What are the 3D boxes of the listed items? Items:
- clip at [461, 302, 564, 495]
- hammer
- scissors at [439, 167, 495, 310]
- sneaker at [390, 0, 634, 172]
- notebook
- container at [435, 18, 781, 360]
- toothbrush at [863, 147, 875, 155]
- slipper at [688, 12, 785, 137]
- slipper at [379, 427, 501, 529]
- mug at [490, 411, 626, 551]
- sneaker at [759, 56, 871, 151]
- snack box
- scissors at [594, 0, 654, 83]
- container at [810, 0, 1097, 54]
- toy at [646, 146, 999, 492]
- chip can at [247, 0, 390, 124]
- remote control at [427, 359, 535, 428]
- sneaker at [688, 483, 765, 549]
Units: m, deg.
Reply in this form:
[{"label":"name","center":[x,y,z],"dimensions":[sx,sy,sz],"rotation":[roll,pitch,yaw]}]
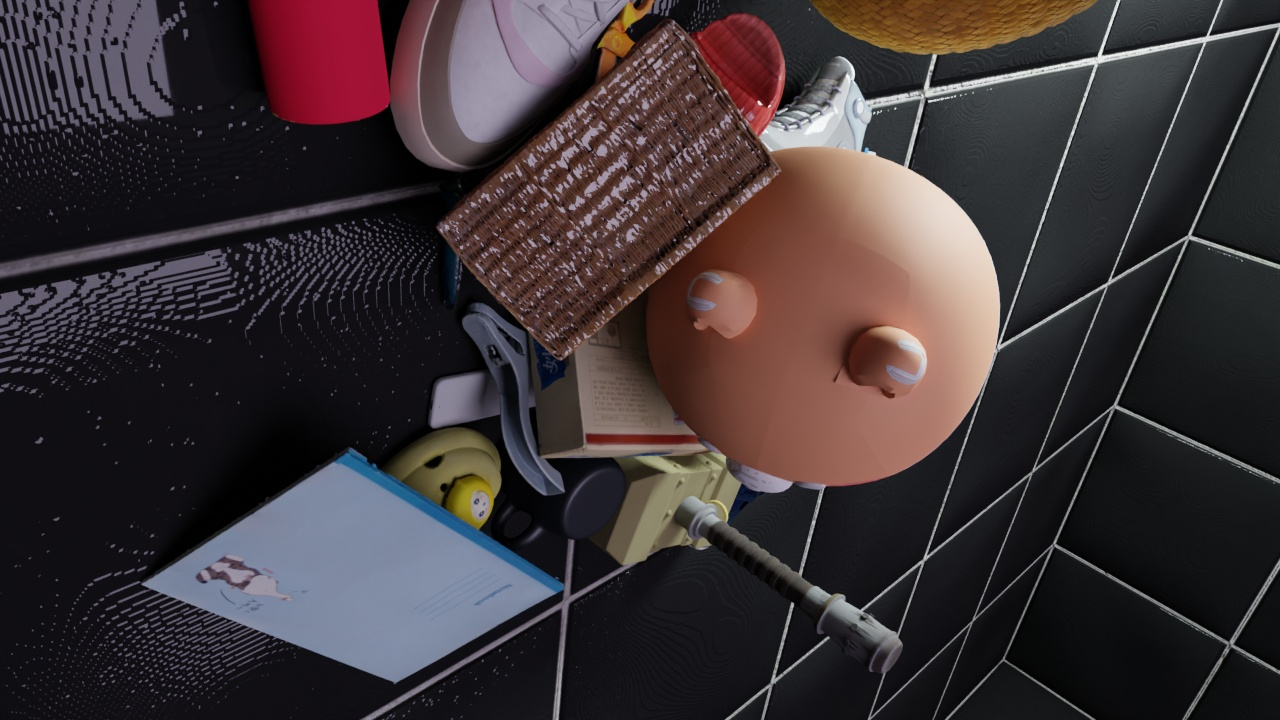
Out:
[{"label":"clip","center":[-0.072,0.012,0.767],"dimensions":[0.164,0.031,0.169],"rotation":[-37,110,-55]},{"label":"hammer","center":[0.102,0.186,0.876],"dimensions":[0.190,0.325,0.101],"rotation":[2,114,-50]},{"label":"scissors","center":[-0.119,-0.100,0.670],"dimensions":[0.118,0.019,0.151],"rotation":[16,101,-52]},{"label":"sneaker","center":[-0.029,-0.229,0.543],"dimensions":[0.293,0.116,0.111],"rotation":[-56,138,-2]},{"label":"notebook","center":[-0.198,0.166,0.683],"dimensions":[0.181,0.009,0.253],"rotation":[-32,136,12]},{"label":"container","center":[-0.025,-0.111,0.600],"dimensions":[0.198,0.112,0.114],"rotation":[-41,107,3]},{"label":"toothbrush","center":[0.216,-0.151,0.889],"dimensions":[0.016,0.014,0.166],"rotation":[100,4,-51]},{"label":"slipper","center":[0.016,-0.171,0.691],"dimensions":[0.248,0.103,0.059],"rotation":[-45,173,-6]},{"label":"slipper","center":[-0.180,0.132,0.717],"dimensions":[0.190,0.081,0.092],"rotation":[-39,137,-21]},{"label":"mug","center":[-0.082,0.115,0.805],"dimensions":[0.121,0.094,0.085],"rotation":[-47,142,-16]},{"label":"sneaker","center":[0.134,-0.220,0.833],"dimensions":[0.256,0.093,0.160],"rotation":[22,89,-52]},{"label":"snack box","center":[-0.005,0.005,0.785],"dimensions":[0.207,0.055,0.153],"rotation":[6,73,-52]},{"label":"scissors","center":[-0.023,-0.241,0.685],"dimensions":[0.130,0.011,0.125],"rotation":[-6,120,-45]},{"label":"container","center":[0.235,-0.371,0.649],"dimensions":[0.306,0.307,0.196],"rotation":[-52,140,-8]},{"label":"toy","center":[0.129,-0.027,0.688],"dimensions":[0.280,0.263,0.266],"rotation":[-16,126,-76]},{"label":"chip can","center":[-0.174,-0.236,0.463],"dimensions":[0.069,0.069,0.221],"rotation":[-28,135,-35]},{"label":"remote control","center":[-0.114,0.024,0.775],"dimensions":[0.146,0.008,0.045],"rotation":[-12,124,-45]},{"label":"sneaker","center":[0.151,0.105,1.050],"dimensions":[0.120,0.127,0.295],"rotation":[22,100,-55]}]
